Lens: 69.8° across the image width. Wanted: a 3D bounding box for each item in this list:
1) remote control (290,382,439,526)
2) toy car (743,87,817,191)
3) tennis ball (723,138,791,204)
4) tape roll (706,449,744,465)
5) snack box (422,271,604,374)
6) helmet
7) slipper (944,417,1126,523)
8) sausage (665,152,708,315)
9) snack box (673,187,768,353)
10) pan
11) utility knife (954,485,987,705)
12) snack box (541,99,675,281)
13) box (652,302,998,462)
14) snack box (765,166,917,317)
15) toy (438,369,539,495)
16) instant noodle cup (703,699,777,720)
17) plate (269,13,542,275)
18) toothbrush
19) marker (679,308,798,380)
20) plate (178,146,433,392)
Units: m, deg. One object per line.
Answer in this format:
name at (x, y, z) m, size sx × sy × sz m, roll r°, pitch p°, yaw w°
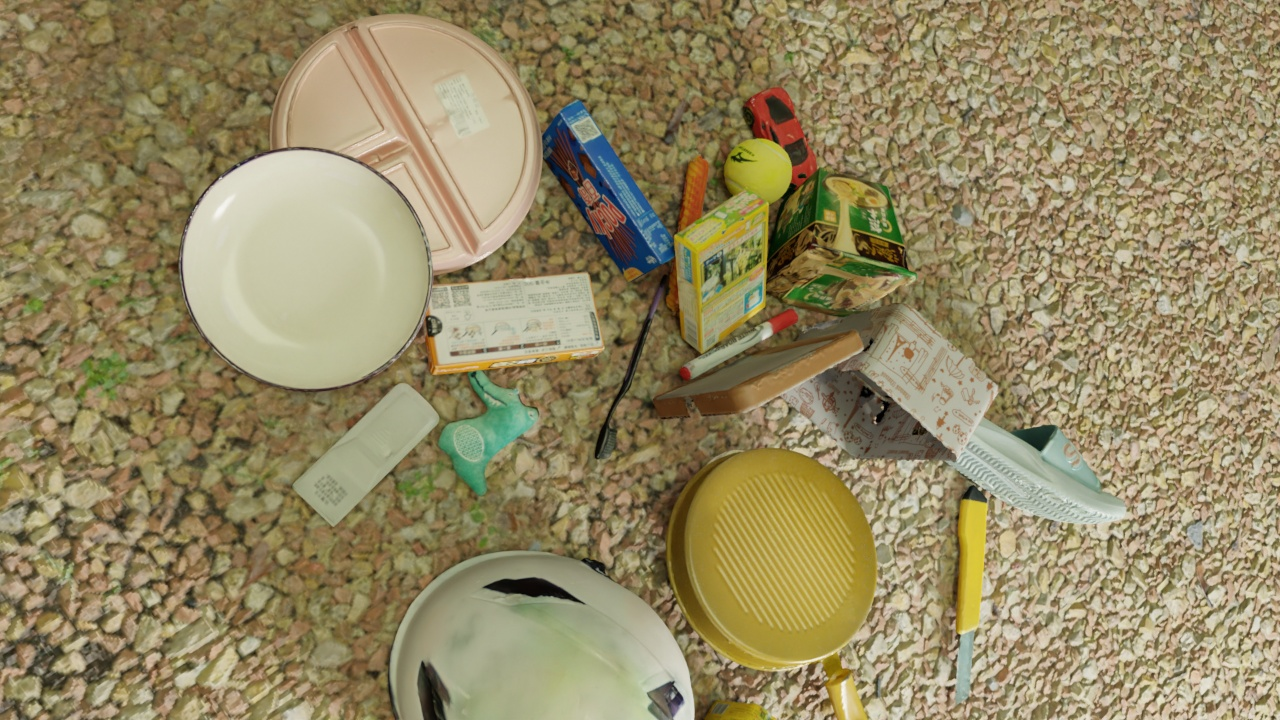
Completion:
remote control at (-0.224, 0.075, 0.758) m, size 0.049 × 0.024 × 0.124 m, roll 46°, pitch 72°, yaw -9°
toy car at (0.145, -0.223, 0.926) m, size 0.049 × 0.031 × 0.106 m, roll -25°, pitch 95°, yaw -20°
tennis ball at (0.114, -0.182, 0.890) m, size 0.065 × 0.066 × 0.065 m, roll 2°, pitch 83°, yaw -20°
tape roll at (0.094, 0.128, 0.865) m, size 0.085 × 0.014 × 0.085 m, roll 8°, pitch 71°, yaw -23°
snack box at (-0.112, -0.034, 0.805) m, size 0.153 × 0.026 × 0.075 m, roll -7°, pitch 75°, yaw -21°
helmet at (-0.068, 0.272, 0.727) m, size 0.258 × 0.146 × 0.228 m, roll 42°, pitch 71°, yaw -11°
slipper at (0.382, 0.094, 0.941) m, size 0.245 × 0.104 × 0.074 m, roll 31°, pitch 72°, yaw -8°
sausage at (0.045, -0.123, 0.881) m, size 0.021 × 0.021 × 0.165 m, roll 13°, pitch 79°, yaw -18°
snack box at (0.075, -0.079, 0.832) m, size 0.086 × 0.141 × 0.034 m, roll -36°, pitch 59°, yaw -20°
pan at (0.155, 0.247, 0.826) m, size 0.197 × 0.078 × 0.357 m, roll -27°, pitch 82°, yaw -27°
utility knife at (0.337, 0.240, 0.948) m, size 0.033 × 0.015 × 0.223 m, roll 13°, pitch 77°, yaw -19°
snack box at (-0.031, -0.147, 0.822) m, size 0.026 × 0.085 × 0.157 m, roll -37°, pitch 97°, yaw -20°
box at (0.163, 0.019, 0.824) m, size 0.269 × 0.180 × 0.136 m, roll 8°, pitch 83°, yaw -20°
snack box at (0.191, -0.118, 0.893) m, size 0.117 × 0.118 × 0.105 m, roll 12°, pitch 69°, yaw -18°
toy at (-0.133, 0.055, 0.793) m, size 0.091 × 0.030 × 0.096 m, roll -36°, pitch 89°, yaw -25°
instant noodle cup at (0.082, 0.371, 0.795) m, size 0.116 × 0.116 × 0.123 m, roll 40°, pitch 60°, yaw -11°
plate at (-0.196, -0.186, 0.782) m, size 0.229 × 0.028 × 0.229 m, roll 1°, pitch 87°, yaw -14°
toothbrush at (-0.005, 0.005, 0.853) m, size 0.016 × 0.014 × 0.188 m, roll 26°, pitch 75°, yaw -23°
marker at (0.096, -0.016, 0.879) m, size 0.145 × 0.017 × 0.017 m, roll -27°, pitch 93°, yaw -29°
plate at (-0.263, -0.071, 0.735) m, size 0.192 × 0.039 × 0.192 m, roll -1°, pitch 97°, yaw -8°
